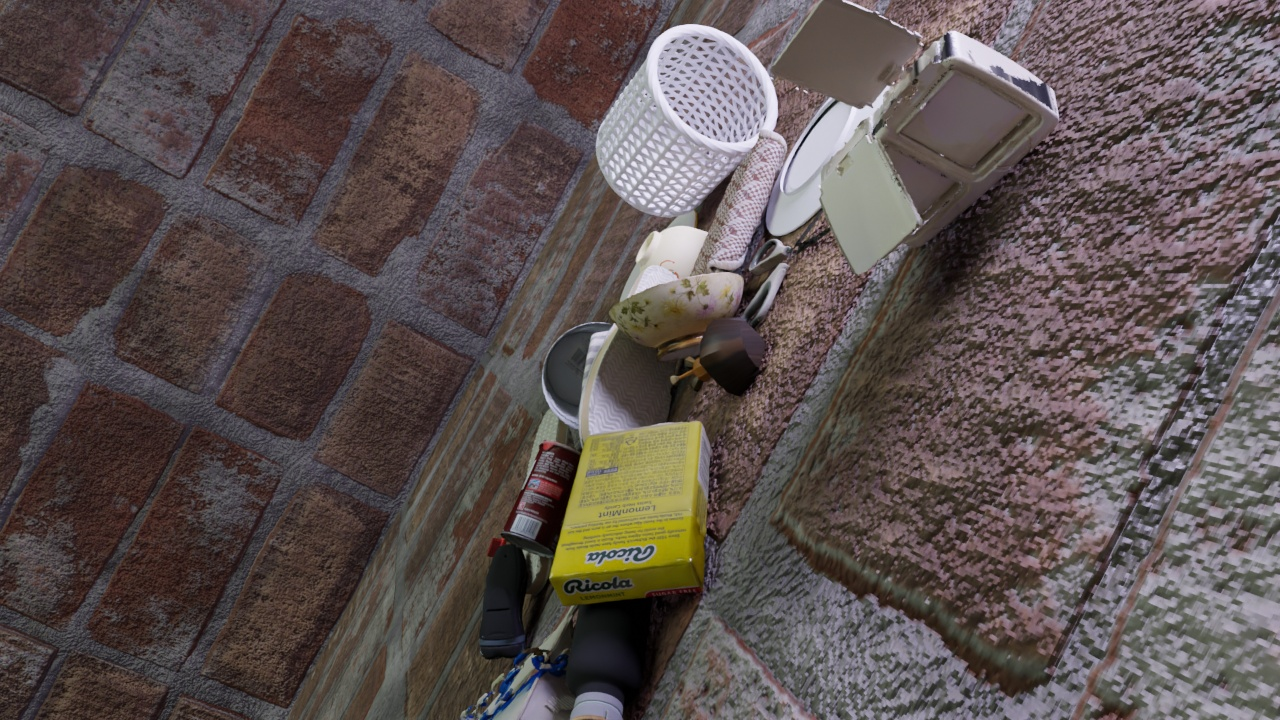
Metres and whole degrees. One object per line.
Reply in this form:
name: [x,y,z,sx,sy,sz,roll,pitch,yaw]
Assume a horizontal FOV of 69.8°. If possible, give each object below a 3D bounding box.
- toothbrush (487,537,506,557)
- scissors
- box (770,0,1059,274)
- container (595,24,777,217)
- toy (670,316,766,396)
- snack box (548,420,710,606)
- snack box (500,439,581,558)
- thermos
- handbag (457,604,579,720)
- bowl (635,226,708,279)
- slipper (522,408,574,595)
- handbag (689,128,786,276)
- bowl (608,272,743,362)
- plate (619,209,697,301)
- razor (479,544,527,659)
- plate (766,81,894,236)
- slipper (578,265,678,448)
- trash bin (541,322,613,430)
toothbrush: [-0.157,0.184,1.187,0.012,0.018,0.213,-101,34,-54]
scissors: [0.139,-0.097,0.904,0.157,0.012,0.171,-63,14,0]
box: [0.157,-0.133,0.592,0.144,0.184,0.098,-51,23,47]
container: [0.058,-0.319,1.247,0.187,0.189,0.188,-39,26,58]
toy: [0.071,0.002,0.864,0.100,0.062,0.076,-28,69,40]
snack box: [-0.002,0.127,0.794,0.121,0.045,0.180,-10,34,15]
snack box: [-0.110,0.164,1.083,0.072,0.072,0.121,-31,33,62]
thermos: [-0.024,0.224,0.767,0.061,0.061,0.230,-50,18,36]
handbag: [-0.099,0.302,0.834,0.201,0.093,0.199,-52,11,37]
bowl: [0.037,-0.129,1.187,0.118,0.074,0.117,-55,16,23]
slipper: [-0.115,0.178,1.186,0.115,0.052,0.262,130,152,-48]
handbag: [0.111,-0.159,1.050,0.124,0.047,0.185,138,156,-75]
bowl: [0.045,-0.038,0.956,0.145,0.145,0.063,-33,69,61]
plate: [0.014,-0.130,1.373,0.230,0.021,0.229,-55,16,23]
razor: [-0.157,0.286,1.085,0.064,0.053,0.140,78,-170,-49]
plate: [0.190,-0.226,0.967,0.209,0.015,0.208,-55,16,23]
slipper: [-0.006,0.006,1.026,0.054,0.114,0.271,-19,41,43]
trash bin: [-0.064,0.017,1.172,0.133,0.133,0.161,-62,10,-1]
